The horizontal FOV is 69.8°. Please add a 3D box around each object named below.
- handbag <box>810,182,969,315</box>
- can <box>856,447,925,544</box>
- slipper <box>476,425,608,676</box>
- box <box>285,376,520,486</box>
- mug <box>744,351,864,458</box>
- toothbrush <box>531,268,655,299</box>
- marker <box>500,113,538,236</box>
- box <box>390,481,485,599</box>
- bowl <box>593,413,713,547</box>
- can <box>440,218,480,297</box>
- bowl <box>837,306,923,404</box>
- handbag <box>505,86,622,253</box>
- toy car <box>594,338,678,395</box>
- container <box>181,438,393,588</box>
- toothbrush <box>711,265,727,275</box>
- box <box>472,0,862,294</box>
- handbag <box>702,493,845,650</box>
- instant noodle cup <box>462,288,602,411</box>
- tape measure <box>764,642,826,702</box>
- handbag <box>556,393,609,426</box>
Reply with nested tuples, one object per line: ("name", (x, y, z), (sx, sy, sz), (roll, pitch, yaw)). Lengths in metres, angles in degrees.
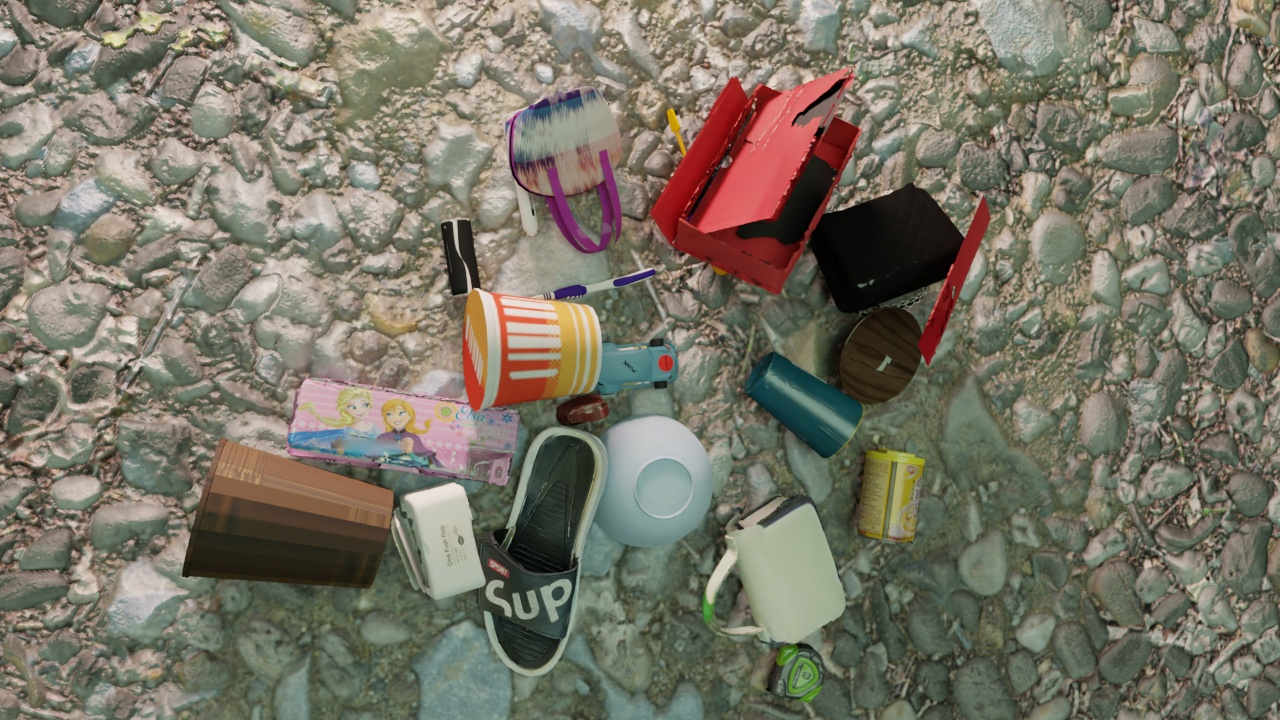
("handbag", (0.279, -0.128, 1.077), (0.153, 0.115, 0.125), (-21, 71, -10))
("can", (0.293, 0.158, 1.076), (0.067, 0.068, 0.105), (9, 88, -14))
("slipper", (-0.108, 0.198, 0.957), (0.111, 0.063, 0.263), (17, 88, 15))
("box", (-0.241, 0.075, 0.945), (0.230, 0.063, 0.084), (10, 88, -13))
("mug", (0.184, 0.046, 1.048), (0.121, 0.078, 0.078), (35, 82, -7))
("toothbrush", (-0.071, -0.076, 1.013), (0.186, 0.015, 0.016), (-14, 98, -14))
("marker", (-0.131, -0.201, 0.996), (0.020, 0.017, 0.133), (-12, 93, -42))
("box", (-0.224, 0.185, 0.928), (0.101, 0.103, 0.108), (-11, 92, -25))
("bowl", (0.017, 0.136, 1.003), (0.150, 0.075, 0.150), (0, 91, -14))
("can", (-0.190, -0.108, 0.974), (0.031, 0.031, 0.080), (-9, 92, -14))
("bowl", (0.274, -0.009, 1.078), (0.119, 0.032, 0.119), (-9, 112, -23))
("handbag", (-0.068, -0.199, 0.990), (0.144, 0.068, 0.170), (-26, 105, -30))
("toy car", (-0.006, 0.006, 1.022), (0.107, 0.027, 0.060), (-5, 91, -14))
("container", (-0.337, 0.158, 0.894), (0.167, 0.132, 0.132), (15, 86, -19))
("toothbrush", (0.065, -0.191, 1.040), (0.030, 0.031, 0.196), (-20, 91, -45))
("box", (0.039, -0.270, 0.950), (0.425, 0.128, 0.212), (39, 68, -21))
("handbag", (0.131, 0.244, 1.022), (0.175, 0.074, 0.151), (-24, 98, -32))
("instant noodle cup", (-0.112, -0.011, 0.953), (0.121, 0.123, 0.123), (-1, 90, -22))
("tape measure", (0.183, 0.361, 1.066), (0.058, 0.036, 0.065), (22, 88, -4))
("handbag", (-0.053, 0.054, 0.962), (0.055, 0.120, 0.029), (-20, 94, -14))
